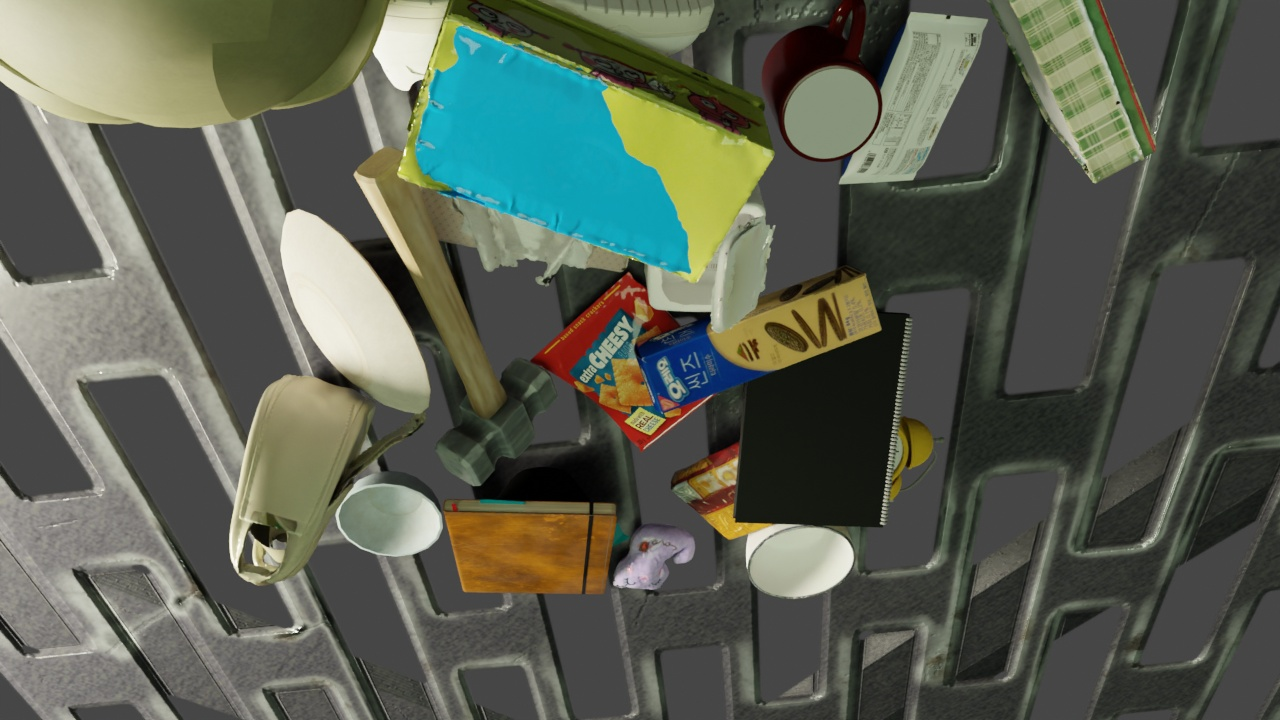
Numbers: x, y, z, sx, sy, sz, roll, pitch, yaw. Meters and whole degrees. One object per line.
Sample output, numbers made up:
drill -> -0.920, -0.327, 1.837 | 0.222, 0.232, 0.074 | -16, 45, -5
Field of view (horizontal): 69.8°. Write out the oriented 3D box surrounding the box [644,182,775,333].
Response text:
box -> 0.057, -0.075, 0.737 | 0.103, 0.129, 0.110 | 1, 129, -3

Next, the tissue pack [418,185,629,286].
tissue pack -> -0.088, -0.121, 0.735 | 0.181, 0.071, 0.104 | 8, 126, -14

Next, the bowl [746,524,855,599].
bowl -> 0.167, 0.194, 0.985 | 0.116, 0.065, 0.116 | -1, 127, -2

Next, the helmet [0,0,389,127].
helmet -> -0.252, -0.244, 0.497 | 0.233, 0.255, 0.251 | 18, 125, -12

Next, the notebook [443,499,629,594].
notebook -> -0.103, 0.195, 0.947 | 0.178, 0.014, 0.250 | 2, 148, -4

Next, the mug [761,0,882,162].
mug -> 0.137, -0.209, 0.666 | 0.073, 0.082, 0.106 | 14, 125, -14

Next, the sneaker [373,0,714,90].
sneaker -> -0.071, -0.227, 0.648 | 0.236, 0.090, 0.104 | -3, 144, -7

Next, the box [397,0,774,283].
box -> -0.037, -0.149, 0.604 | 0.221, 0.082, 0.125 | 18, 128, -15

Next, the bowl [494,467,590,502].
bowl -> -0.099, 0.142, 0.930 | 0.124, 0.052, 0.124 | -1, 148, -1

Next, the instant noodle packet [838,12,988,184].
instant noodle packet -> 0.207, -0.195, 0.698 | 0.086, 0.026, 0.134 | -10, 134, -33

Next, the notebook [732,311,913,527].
notebook -> 0.169, 0.055, 0.858 | 0.149, 0.016, 0.207 | 3, 102, -5

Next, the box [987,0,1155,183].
box -> 0.287, -0.231, 0.640 | 0.050, 0.117, 0.205 | -28, 122, 22

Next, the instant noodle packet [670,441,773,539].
instant noodle packet -> 0.102, 0.130, 0.929 | 0.136, 0.039, 0.098 | -31, 111, 38

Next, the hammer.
hammer -> -0.148, -0.029, 0.729 | 0.051, 0.117, 0.323 | 25, 149, 28

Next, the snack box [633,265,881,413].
snack box -> 0.100, -0.019, 0.795 | 0.207, 0.057, 0.056 | -21, 108, -1

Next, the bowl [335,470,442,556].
bowl -> -0.255, 0.152, 0.946 | 0.106, 0.039, 0.106 | -1, 127, -2

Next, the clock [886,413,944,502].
clock -> 0.222, 0.091, 0.920 | 0.152, 0.052, 0.114 | 20, 124, -13

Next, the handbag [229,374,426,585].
handbag -> -0.267, 0.104, 0.780 | 0.132, 0.183, 0.229 | 15, 163, -12

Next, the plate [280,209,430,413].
plate -> -0.239, -0.030, 0.737 | 0.027, 0.189, 0.189 | -38, 134, -30

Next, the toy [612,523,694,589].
toy -> 0.016, 0.221, 1.016 | 0.080, 0.036, 0.100 | 9, 125, -15

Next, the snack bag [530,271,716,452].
snack bag -> -0.005, 0.005, 0.848 | 0.144, 0.039, 0.131 | 41, 116, -19
